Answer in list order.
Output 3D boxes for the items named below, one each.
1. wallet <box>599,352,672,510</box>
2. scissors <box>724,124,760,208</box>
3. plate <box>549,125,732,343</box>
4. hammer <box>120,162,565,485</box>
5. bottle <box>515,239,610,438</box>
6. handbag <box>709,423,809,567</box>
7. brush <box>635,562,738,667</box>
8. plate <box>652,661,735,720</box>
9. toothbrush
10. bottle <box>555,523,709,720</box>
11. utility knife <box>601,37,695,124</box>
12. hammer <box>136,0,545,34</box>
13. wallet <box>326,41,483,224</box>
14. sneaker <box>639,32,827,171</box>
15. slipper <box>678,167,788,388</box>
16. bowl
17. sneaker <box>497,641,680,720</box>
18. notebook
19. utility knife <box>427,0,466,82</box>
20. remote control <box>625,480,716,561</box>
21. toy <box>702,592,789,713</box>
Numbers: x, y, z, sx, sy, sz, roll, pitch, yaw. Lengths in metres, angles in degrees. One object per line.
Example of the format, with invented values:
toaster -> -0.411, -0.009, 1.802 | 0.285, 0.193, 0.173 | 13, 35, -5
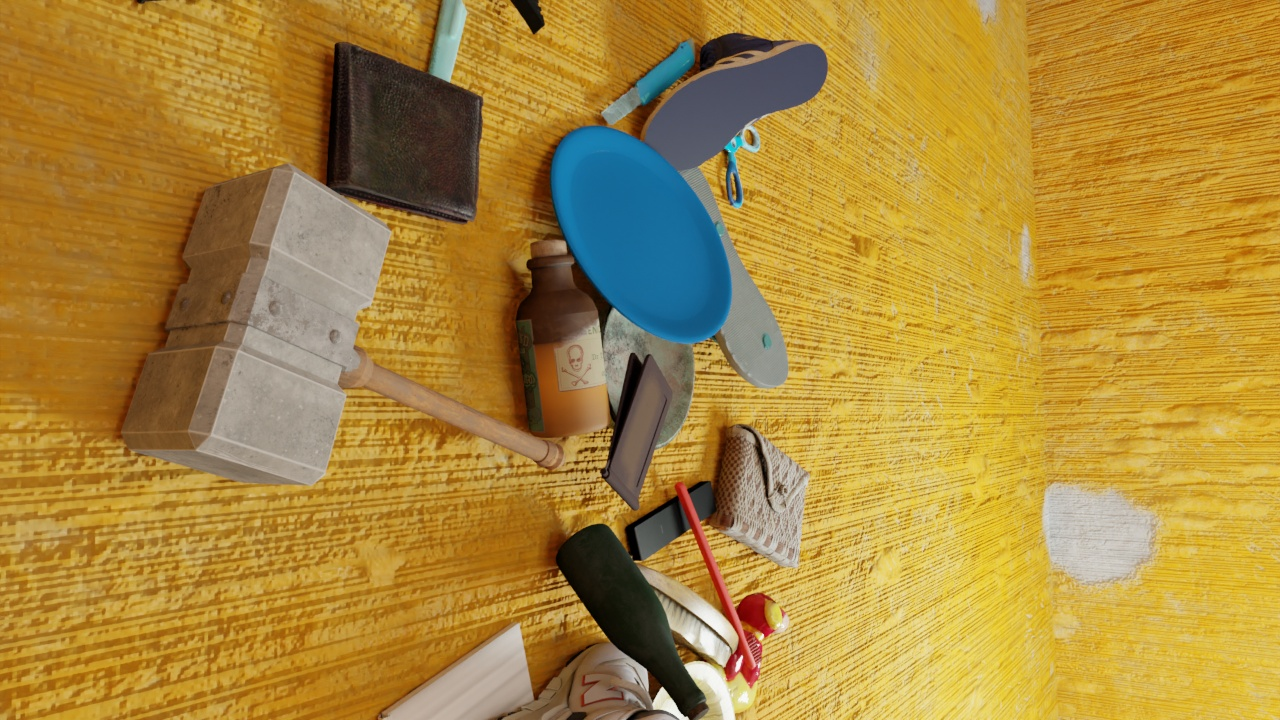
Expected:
wallet -> -0.003, 0.061, 0.788 | 0.091, 0.018, 0.115 | 58, 42, -59
scissors -> 0.111, -0.244, 1.077 | 0.133, 0.011, 0.139 | -3, 88, -58
plate -> 0.000, -0.114, 0.845 | 0.224, 0.024, 0.223 | 27, 48, -34
hammer -> -0.149, 0.023, 0.609 | 0.317, 0.083, 0.162 | 33, 61, -50
bottle -> -0.066, -0.019, 0.748 | 0.067, 0.068, 0.157 | -13, 98, -55
handbag -> 0.146, 0.159, 1.063 | 0.185, 0.047, 0.124 | 37, 58, -48
brush -> 0.036, 0.245, 0.882 | 0.195, 0.059, 0.043 | 46, 62, -38
plate -> 0.032, 0.383, 0.883 | 0.184, 0.036, 0.184 | 7, 82, -55
toothbrush -> 0.081, 0.218, 0.935 | 0.017, 0.012, 0.212 | -26, 99, -28
bottle -> -0.002, 0.213, 0.741 | 0.055, 0.174, 0.055 | -28, 148, -20
utility knife -> 0.012, -0.284, 0.934 | 0.220, 0.015, 0.031 | -53, 127, -48
hammer -> -0.186, -0.256, 0.628 | 0.323, 0.015, 0.095 | -33, 97, -49
wallet -> -0.164, -0.155, 0.645 | 0.119, 0.031, 0.099 | 7, 85, -48
sneaker -> 0.071, -0.288, 0.980 | 0.232, 0.118, 0.091 | -31, 130, -15
slipper -> 0.077, -0.081, 0.991 | 0.098, 0.055, 0.269 | -41, 109, -47
bowl -> -0.005, 0.005, 0.861 | 0.157, 0.039, 0.157 | 8, 81, -55
sneaker -> -0.019, 0.294, 0.727 | 0.239, 0.124, 0.089 | -11, 95, -61
notebook -> -0.120, 0.326, 0.691 | 0.142, 0.009, 0.210 | -22, 105, -55
utility knife -> -0.152, -0.202, 0.684 | 0.022, 0.015, 0.166 | 22, 68, -39
remote control -> 0.033, 0.159, 0.926 | 0.149, 0.013, 0.034 | -19, 99, -55
toy -> 0.105, 0.311, 0.985 | 0.105, 0.067, 0.137 | 52, 59, -36
